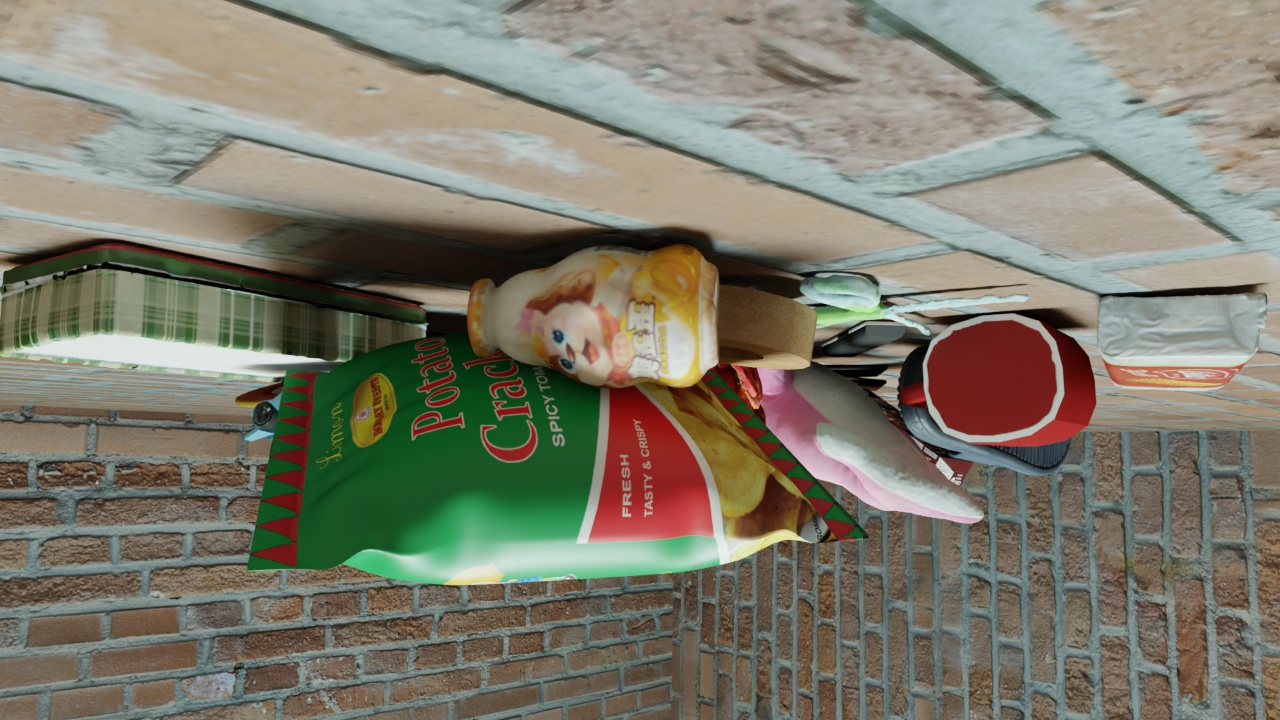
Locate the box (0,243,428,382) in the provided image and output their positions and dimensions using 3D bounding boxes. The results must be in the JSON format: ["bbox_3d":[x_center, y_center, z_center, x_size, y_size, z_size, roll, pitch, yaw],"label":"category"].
[{"bbox_3d":[-0.229,-0.020,0.521,0.118,0.050,0.205,-8,171,34],"label":"box"}]

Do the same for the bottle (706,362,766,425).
[{"bbox_3d":[0.041,0.021,0.650,0.099,0.098,0.111,-4,143,39],"label":"bottle"}]

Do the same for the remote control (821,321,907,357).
[{"bbox_3d":[0.159,-0.014,0.662,0.028,0.011,0.124,1,174,-2],"label":"remote control"}]

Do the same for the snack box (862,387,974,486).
[{"bbox_3d":[0.238,0.070,0.861,0.051,0.032,0.141,11,-160,-36],"label":"snack box"}]

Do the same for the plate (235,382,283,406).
[{"bbox_3d":[-0.182,0.017,0.695,0.230,0.021,0.229,-8,-174,1],"label":"plate"}]

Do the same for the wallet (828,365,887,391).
[{"bbox_3d":[0.185,0.015,0.928,0.116,0.018,0.091,3,174,8],"label":"wallet"}]

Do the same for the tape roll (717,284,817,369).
[{"bbox_3d":[0.049,-0.018,0.507,0.094,0.027,0.094,10,173,1],"label":"tape roll"}]

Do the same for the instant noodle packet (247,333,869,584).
[{"bbox_3d":[-0.047,0.041,0.452,0.252,0.090,0.195,1,-159,-17],"label":"instant noodle packet"}]

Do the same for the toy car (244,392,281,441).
[{"bbox_3d":[-0.183,0.022,0.553,0.108,0.027,0.060,-19,162,13],"label":"toy car"}]

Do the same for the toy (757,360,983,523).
[{"bbox_3d":[0.145,0.075,0.742,0.186,0.128,0.265,26,-174,-21],"label":"toy"}]

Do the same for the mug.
[{"bbox_3d":[0.230,0.018,0.609,0.117,0.080,0.096,-12,168,35],"label":"mug"}]

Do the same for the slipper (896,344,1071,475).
[{"bbox_3d":[0.283,0.044,0.788,0.263,0.101,0.083,11,169,-39],"label":"slipper"}]

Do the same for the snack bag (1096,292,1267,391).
[{"bbox_3d":[0.334,-0.007,0.576,0.078,0.041,0.225,0,176,29],"label":"snack bag"}]

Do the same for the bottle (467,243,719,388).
[{"bbox_3d":[-0.020,-0.019,0.404,0.108,0.063,0.063,-1,174,8],"label":"bottle"}]

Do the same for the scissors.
[{"bbox_3d":[0.132,-0.028,0.526,0.172,0.021,0.172,-6,166,38],"label":"scissors"}]
